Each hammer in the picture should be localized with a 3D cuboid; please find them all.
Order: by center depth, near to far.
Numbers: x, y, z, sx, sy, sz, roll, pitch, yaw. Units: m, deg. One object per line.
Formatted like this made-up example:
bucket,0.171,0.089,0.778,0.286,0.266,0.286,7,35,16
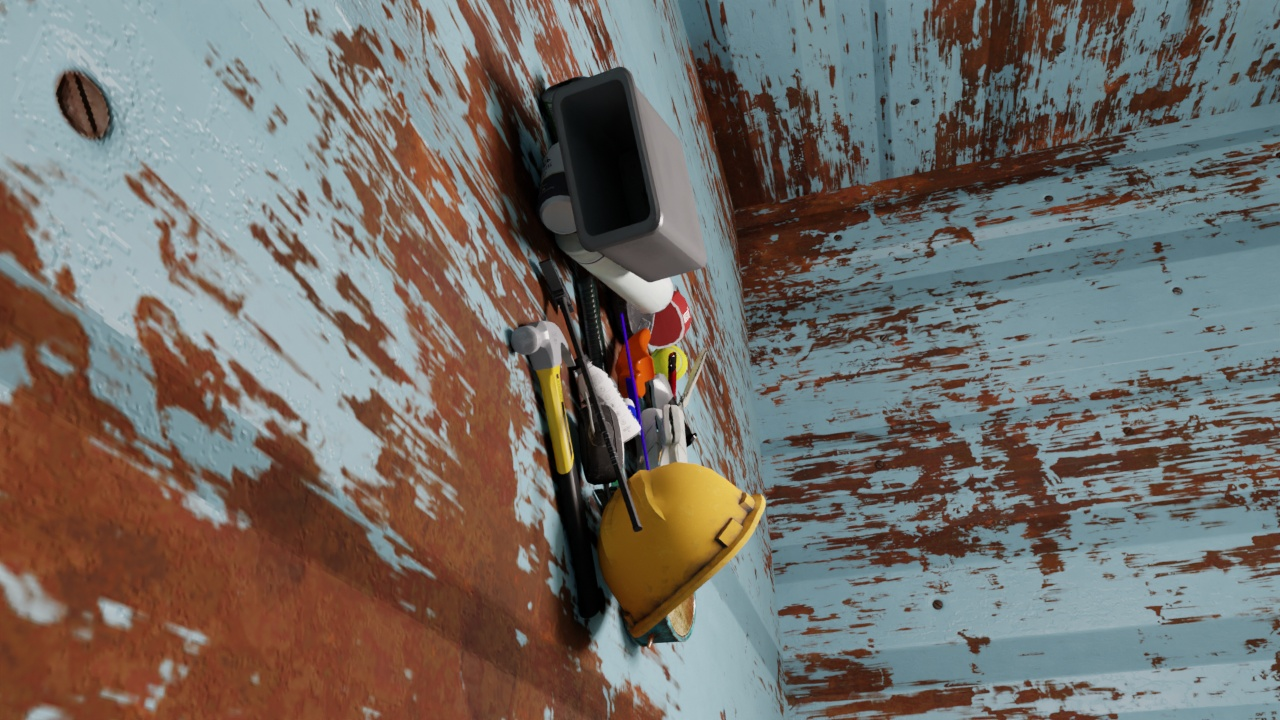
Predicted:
hammer,-0.052,0.032,0.980,0.095,0.015,0.324,68,1,-59
hammer,-0.080,0.116,0.985,0.127,0.029,0.323,-39,120,-77
hammer,-0.047,0.049,1.184,0.130,0.032,0.318,9,72,-77

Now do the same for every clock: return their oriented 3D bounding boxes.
clock,-0.044,0.092,1.050,0.091,0.043,0.123,-109,-163,-51
clock,0.027,0.309,1.212,0.157,0.073,0.121,0,80,-66

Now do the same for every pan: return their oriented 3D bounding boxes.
pan,-0.004,-0.054,1.440,0.207,0.040,0.357,-65,152,-61

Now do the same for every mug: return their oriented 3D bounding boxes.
mug,0.035,-0.086,1.557,0.096,0.080,0.116,-52,125,-74

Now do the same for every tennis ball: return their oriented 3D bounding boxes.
tennis ball,0.048,0.005,1.572,0.065,0.065,0.065,-9,89,-78

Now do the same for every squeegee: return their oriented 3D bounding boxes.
squeegee,-0.008,0.007,1.279,0.184,0.055,0.250,-74,158,-58

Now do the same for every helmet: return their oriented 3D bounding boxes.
helmet,0.028,0.186,1.040,0.131,0.205,0.255,48,15,4

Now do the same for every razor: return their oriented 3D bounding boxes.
razor,0.045,0.085,1.465,0.057,0.060,0.156,-49,124,-35

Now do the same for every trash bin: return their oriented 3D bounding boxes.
trash bin,-0.006,-0.206,1.081,0.219,0.098,0.191,18,59,-71

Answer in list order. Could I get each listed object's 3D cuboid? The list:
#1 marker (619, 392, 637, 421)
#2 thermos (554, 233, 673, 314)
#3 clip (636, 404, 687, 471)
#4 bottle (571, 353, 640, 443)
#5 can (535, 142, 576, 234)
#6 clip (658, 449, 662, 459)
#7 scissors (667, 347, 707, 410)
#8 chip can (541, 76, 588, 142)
marker,-0.017,0.043,1.335,0.027,0.023,0.133,32,41,-32
thermos,-0.030,-0.129,1.213,0.230,0.068,0.067,34,47,-60
clip,0.044,0.121,1.320,0.151,0.110,0.126,-46,-140,47
bottle,-0.046,0.046,1.109,0.116,0.041,0.041,58,14,-3
can,-0.088,-0.212,1.102,0.064,0.064,0.127,68,17,-45
clip,0.026,0.152,1.453,0.048,0.046,0.054,119,-31,-68
scissors,0.071,0.050,1.549,0.178,0.015,0.199,-49,145,-40
chip can,-0.067,-0.263,1.226,0.075,0.075,0.223,-82,159,-54
